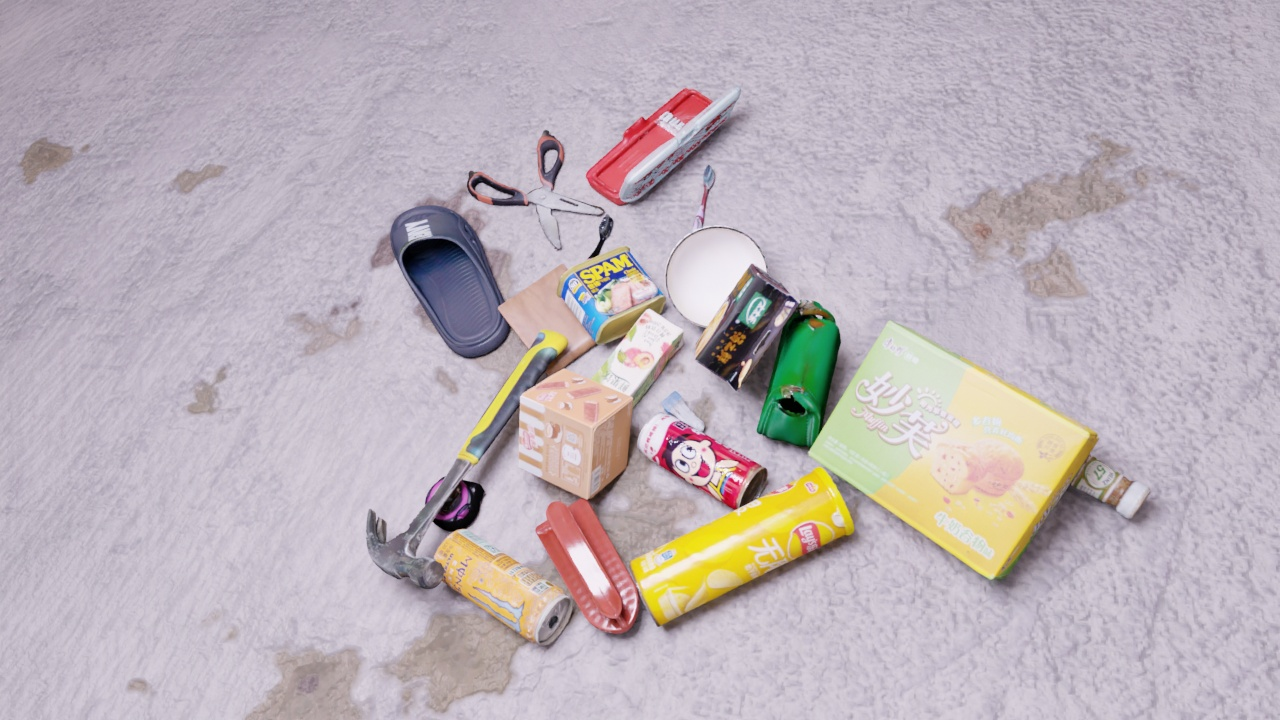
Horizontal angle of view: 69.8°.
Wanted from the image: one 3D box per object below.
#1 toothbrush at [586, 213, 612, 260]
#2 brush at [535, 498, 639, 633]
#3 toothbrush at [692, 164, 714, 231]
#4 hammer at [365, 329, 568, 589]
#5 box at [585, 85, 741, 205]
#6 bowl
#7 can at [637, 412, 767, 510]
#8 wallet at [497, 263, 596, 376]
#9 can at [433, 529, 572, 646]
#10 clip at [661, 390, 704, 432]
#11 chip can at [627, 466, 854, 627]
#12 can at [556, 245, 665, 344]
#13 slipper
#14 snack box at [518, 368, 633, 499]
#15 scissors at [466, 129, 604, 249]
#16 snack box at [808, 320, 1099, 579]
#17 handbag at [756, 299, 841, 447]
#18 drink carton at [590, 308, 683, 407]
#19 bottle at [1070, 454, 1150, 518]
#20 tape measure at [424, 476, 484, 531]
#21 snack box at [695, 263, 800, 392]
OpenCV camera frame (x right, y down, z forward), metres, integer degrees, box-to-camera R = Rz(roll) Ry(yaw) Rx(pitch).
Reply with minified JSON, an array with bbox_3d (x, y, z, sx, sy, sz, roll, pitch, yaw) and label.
[{"bbox_3d":[-0.070,-0.107,1.146,0.014,0.018,0.188,12,64,19],"label":"toothbrush"},{"bbox_3d":[-0.050,0.207,0.914,0.063,0.069,0.145,-32,57,-5],"label":"brush"},{"bbox_3d":[0.071,-0.171,1.147,0.016,0.017,0.187,5,60,18],"label":"toothbrush"},{"bbox_3d":[-0.181,0.092,0.995,0.126,0.032,0.322,10,55,37],"label":"hammer"},{"bbox_3d":[0.034,-0.281,1.195,0.201,0.074,0.154,-43,29,-14],"label":"box"},{"bbox_3d":[0.085,-0.099,1.058,0.116,0.116,0.066,-18,13,4],"label":"bowl"},{"bbox_3d":[0.063,0.104,0.957,0.133,0.053,0.053,28,69,28],"label":"can"},{"bbox_3d":[-0.102,-0.050,1.103,0.101,0.020,0.115,-37,72,-10],"label":"wallet"},{"bbox_3d":[-0.142,0.229,0.932,0.146,0.058,0.058,25,68,27],"label":"can"},{"bbox_3d":[0.048,0.062,1.009,0.026,0.043,0.058,-35,64,-12],"label":"clip"},{"bbox_3d":[0.097,0.180,0.892,0.213,0.072,0.072,-26,56,-1],"label":"chip can"},{"bbox_3d":[-0.033,-0.076,1.072,0.101,0.057,0.083,-27,67,-28],"label":"can"},{"bbox_3d":[-0.248,-0.122,1.165,0.110,0.083,0.268,-30,58,-7],"label":"slipper"},{"bbox_3d":[-0.069,0.076,0.971,0.094,0.093,0.076,21,33,26],"label":"snack box"},{"bbox_3d":[-0.145,-0.229,1.242,0.189,0.015,0.225,-11,56,8],"label":"scissors"},{"bbox_3d":[0.288,0.080,0.864,0.210,0.070,0.158,35,104,29],"label":"snack box"},{"bbox_3d":[0.163,0.015,0.947,0.068,0.120,0.131,12,61,15],"label":"handbag"},{"bbox_3d":[-0.006,0.006,1.041,0.053,0.045,0.122,33,73,18],"label":"drink carton"},{"bbox_3d":[0.381,0.080,0.884,0.206,0.060,0.059,35,73,30],"label":"bottle"},{"bbox_3d":[-0.206,0.156,1.005,0.057,0.039,0.057,13,63,21],"label":"tape measure"},{"bbox_3d":[0.109,-0.038,0.972,0.053,0.125,0.113,33,101,-3],"label":"snack box"}]
